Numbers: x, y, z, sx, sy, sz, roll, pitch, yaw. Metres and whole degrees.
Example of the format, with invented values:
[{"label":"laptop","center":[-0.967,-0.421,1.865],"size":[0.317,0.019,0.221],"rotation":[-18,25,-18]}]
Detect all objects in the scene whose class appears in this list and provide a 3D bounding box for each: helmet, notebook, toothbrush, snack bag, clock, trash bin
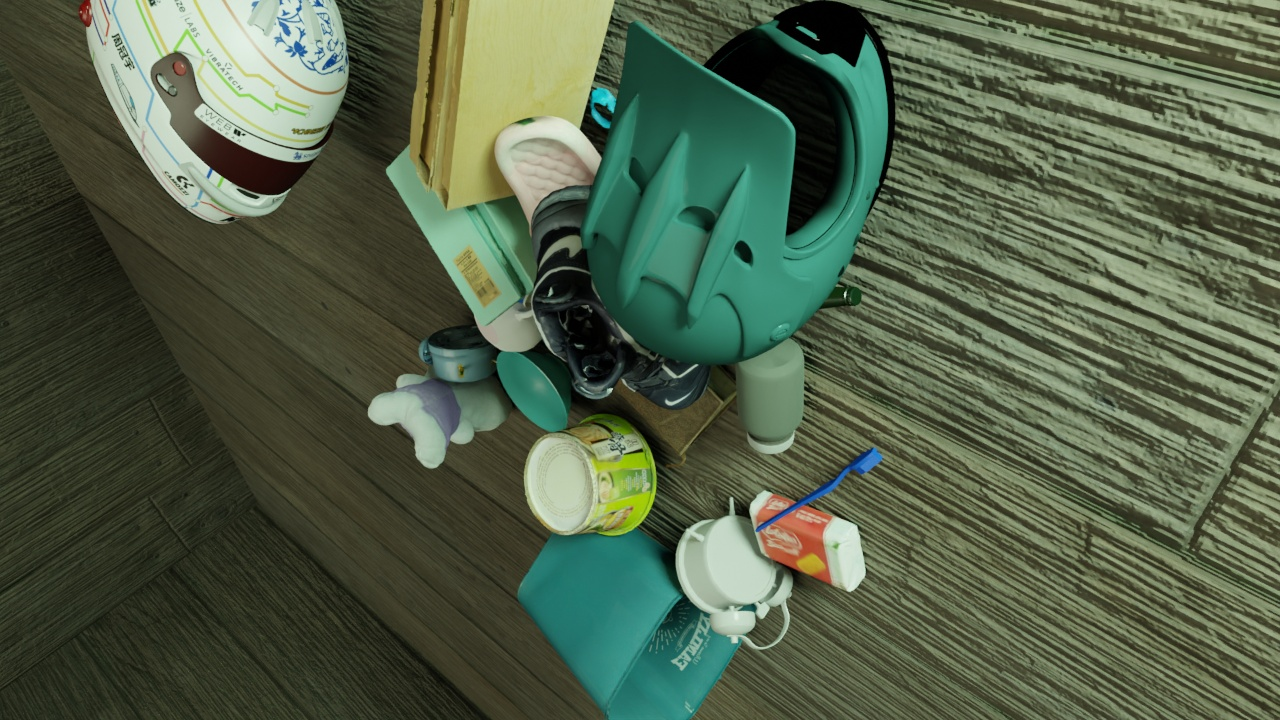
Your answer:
[{"label":"helmet","center":[0.055,-0.109,0.611],"size":[0.176,0.199,0.275],"rotation":[38,147,19]},{"label":"notebook","center":[-0.006,0.004,0.971],"size":[0.215,0.034,0.191],"rotation":[45,149,9]},{"label":"toothbrush","center":[0.166,0.130,0.875],"size":[0.011,0.016,0.187],"rotation":[42,137,0]},{"label":"snack bag","center":[0.170,0.184,0.939],"size":[0.116,0.036,0.077],"rotation":[16,135,43]},{"label":"clock","center":[0.105,0.241,1.011],"size":[0.061,0.119,0.159],"rotation":[-34,85,51]},{"label":"helmet","center":[-0.429,-0.322,0.973],"size":[0.236,0.230,0.314],"rotation":[-18,106,20]},{"label":"clock","center":[-0.234,-0.013,1.189],"size":[0.124,0.088,0.052],"rotation":[26,126,48]},{"label":"trash bin","center":[-0.016,0.310,1.145],"size":[0.219,0.196,0.199],"rotation":[33,-179,40]}]

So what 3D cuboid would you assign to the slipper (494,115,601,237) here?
[{"label":"slipper","center":[-0.055,-0.124,0.809],"size":[0.107,0.055,0.221],"rotation":[-11,141,21]}]

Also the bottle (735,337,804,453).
[{"label":"bottle","center":[0.116,0.032,0.821],"size":[0.060,0.060,0.109],"rotation":[27,142,33]}]

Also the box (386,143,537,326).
[{"label":"box","center":[-0.154,-0.141,0.901],"size":[0.113,0.078,0.187],"rotation":[-33,89,30]}]

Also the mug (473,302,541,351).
[{"label":"mug","center":[-0.137,-0.055,1.033],"size":[0.124,0.076,0.090],"rotation":[-6,118,56]}]

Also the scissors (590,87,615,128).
[{"label":"scissors","center":[0.009,-0.189,0.766],"size":[0.127,0.014,0.127],"rotation":[49,149,-1]}]

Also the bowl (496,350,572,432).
[{"label":"bowl","center":[-0.118,0.026,1.128],"size":[0.121,0.046,0.121],"rotation":[33,145,26]}]

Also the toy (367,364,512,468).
[{"label":"toy","center":[-0.258,0.052,1.218],"size":[0.137,0.208,0.086],"rotation":[39,114,6]}]

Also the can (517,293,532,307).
[{"label":"can","center":[-0.146,-0.130,0.963],"size":[0.146,0.078,0.079],"rotation":[45,149,8]}]

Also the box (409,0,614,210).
[{"label":"box","center":[-0.108,-0.234,0.747],"size":[0.092,0.127,0.250],"rotation":[53,150,16]}]

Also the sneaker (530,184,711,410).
[{"label":"sneaker","center":[-0.012,-0.012,0.770],"size":[0.097,0.150,0.252],"rotation":[-14,134,27]}]

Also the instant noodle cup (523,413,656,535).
[{"label":"instant noodle cup","center":[-0.063,0.138,1.074],"size":[0.146,0.097,0.146],"rotation":[2,93,40]}]

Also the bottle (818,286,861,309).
[{"label":"bottle","center":[0.125,-0.051,0.747],"size":[0.123,0.032,0.033],"rotation":[3,126,50]}]
